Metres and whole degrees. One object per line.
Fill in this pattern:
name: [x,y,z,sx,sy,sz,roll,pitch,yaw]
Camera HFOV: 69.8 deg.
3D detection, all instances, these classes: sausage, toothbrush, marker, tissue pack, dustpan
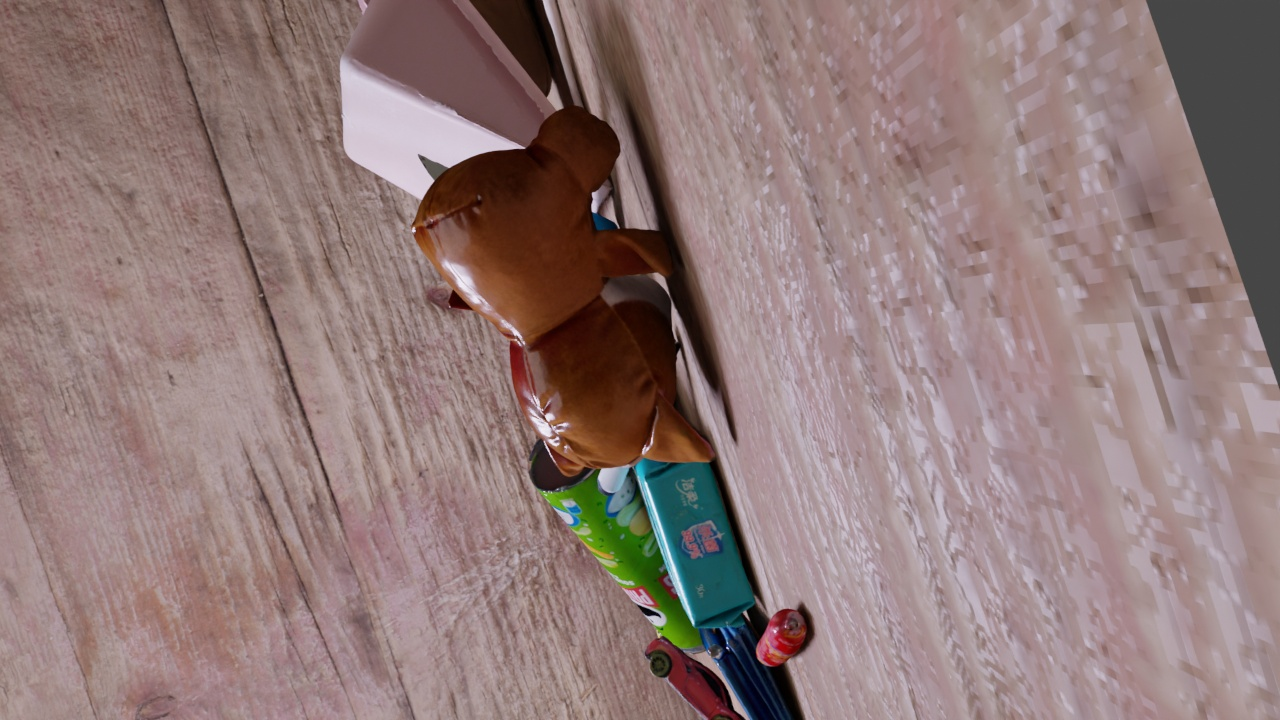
sausage: [0.077,0.157,0.511,0.156,0.020,0.020,81,169,-67]
toothbrush: [-0.062,-0.229,0.603,0.016,0.016,0.180,-118,10,-53]
marker: [-0.002,0.038,0.604,0.022,0.018,0.131,-59,-7,-56]
tissue pack: [0.035,0.115,0.636,0.093,0.050,0.133,-138,30,-79]
dustpan: [-0.134,-0.211,0.728,0.138,0.273,0.223,-67,13,-18]

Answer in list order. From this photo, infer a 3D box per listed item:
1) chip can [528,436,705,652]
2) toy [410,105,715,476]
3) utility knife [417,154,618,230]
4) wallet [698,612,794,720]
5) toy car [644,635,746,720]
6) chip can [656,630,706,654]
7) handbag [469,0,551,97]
chip can: [-0.003,0.144,0.731,0.236,0.072,0.072,57,-175,-36]
toy: [-0.036,-0.026,0.503,0.140,0.130,0.199,-10,107,50]
utility knife: [-0.069,-0.098,0.594,0.218,0.018,0.034,11,-125,-62]
wallet: [0.078,0.226,0.663,0.106,0.040,0.133,62,175,-1]
toy car: [0.047,0.239,0.652,0.106,0.031,0.049,42,173,25]
chip can: [0.025,0.191,0.929,0.221,0.072,0.073,-116,8,-57]
handbag: [-0.149,-0.305,0.785,0.148,0.099,0.204,152,98,-80]
